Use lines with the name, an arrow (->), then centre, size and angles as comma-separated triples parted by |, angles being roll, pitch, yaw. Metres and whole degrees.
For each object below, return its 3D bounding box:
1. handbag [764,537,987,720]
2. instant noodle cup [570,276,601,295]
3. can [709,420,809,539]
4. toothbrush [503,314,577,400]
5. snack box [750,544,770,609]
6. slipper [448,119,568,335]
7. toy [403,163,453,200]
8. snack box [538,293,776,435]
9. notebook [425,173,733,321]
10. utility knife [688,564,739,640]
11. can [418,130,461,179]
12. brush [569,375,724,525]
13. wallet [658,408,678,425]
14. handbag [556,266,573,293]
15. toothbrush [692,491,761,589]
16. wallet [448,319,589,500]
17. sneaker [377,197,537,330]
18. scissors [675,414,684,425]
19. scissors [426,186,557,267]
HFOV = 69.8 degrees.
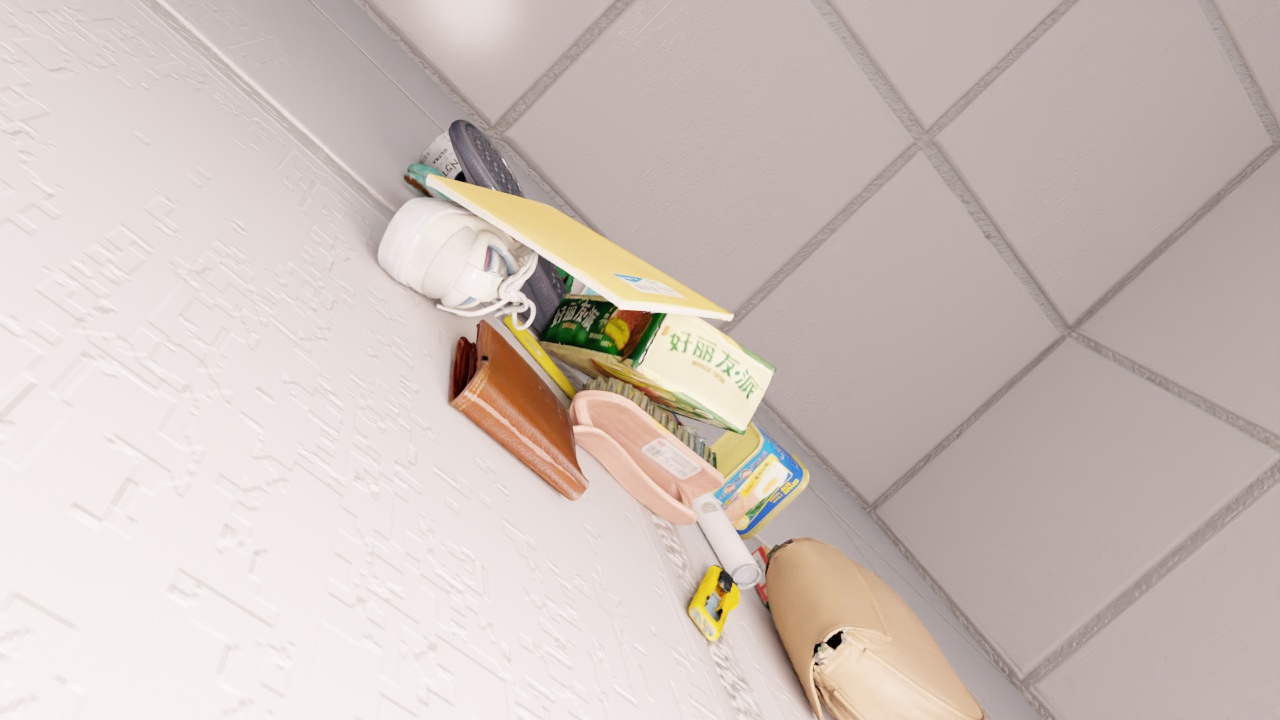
handbag -> 0.168, 0.226, 0.711 | 0.148, 0.100, 0.204 | 37, 8, -11
instant noodle cup -> -0.064, -0.093, 1.209 | 0.111, 0.111, 0.120 | 50, 16, 32
can -> 0.106, 0.120, 0.930 | 0.083, 0.102, 0.057 | 40, 10, -34
toothbrush -> -0.057, 0.028, 0.818 | 0.190, 0.016, 0.015 | 48, 6, 13
snack box -> 0.164, 0.245, 0.860 | 0.156, 0.027, 0.077 | 44, 8, -18
slipper -> -0.137, -0.104, 0.912 | 0.110, 0.083, 0.268 | -100, 164, -68
toy -> -0.230, -0.192, 1.015 | 0.096, 0.030, 0.092 | 29, 15, -52
snack box -> 0.004, -0.003, 0.800 | 0.114, 0.063, 0.240 | 31, -8, -23
notebook -> -0.044, -0.083, 0.680 | 0.206, 0.010, 0.145 | 34, 17, 30
utility knife -> 0.056, 0.171, 0.658 | 0.033, 0.015, 0.153 | 44, 6, 8
can -> -0.217, -0.227, 1.192 | 0.146, 0.058, 0.058 | 45, 6, -8
brush -> 0.000, 0.072, 0.738 | 0.145, 0.063, 0.072 | 41, 38, -28
wallet -> 0.000, 0.051, 0.989 | 0.090, 0.033, 0.115 | 44, 7, 3
handbag -> -0.141, -0.128, 1.071 | 0.131, 0.068, 0.120 | 44, 15, -33
toothbrush -> 0.060, 0.136, 0.861 | 0.221, 0.026, 0.026 | -122, -150, -60
wallet -> -0.078, 0.031, 0.600 | 0.101, 0.032, 0.124 | 47, 6, -20
sneaker -> -0.116, -0.077, 0.736 | 0.091, 0.089, 0.242 | 31, 9, 5
scissors -> 0.040, 0.074, 1.147 | 0.234, 0.022, 0.220 | 43, 7, -20
scissors -> -0.160, -0.117, 0.974 | 0.170, 0.012, 0.140 | -2, 78, -39
